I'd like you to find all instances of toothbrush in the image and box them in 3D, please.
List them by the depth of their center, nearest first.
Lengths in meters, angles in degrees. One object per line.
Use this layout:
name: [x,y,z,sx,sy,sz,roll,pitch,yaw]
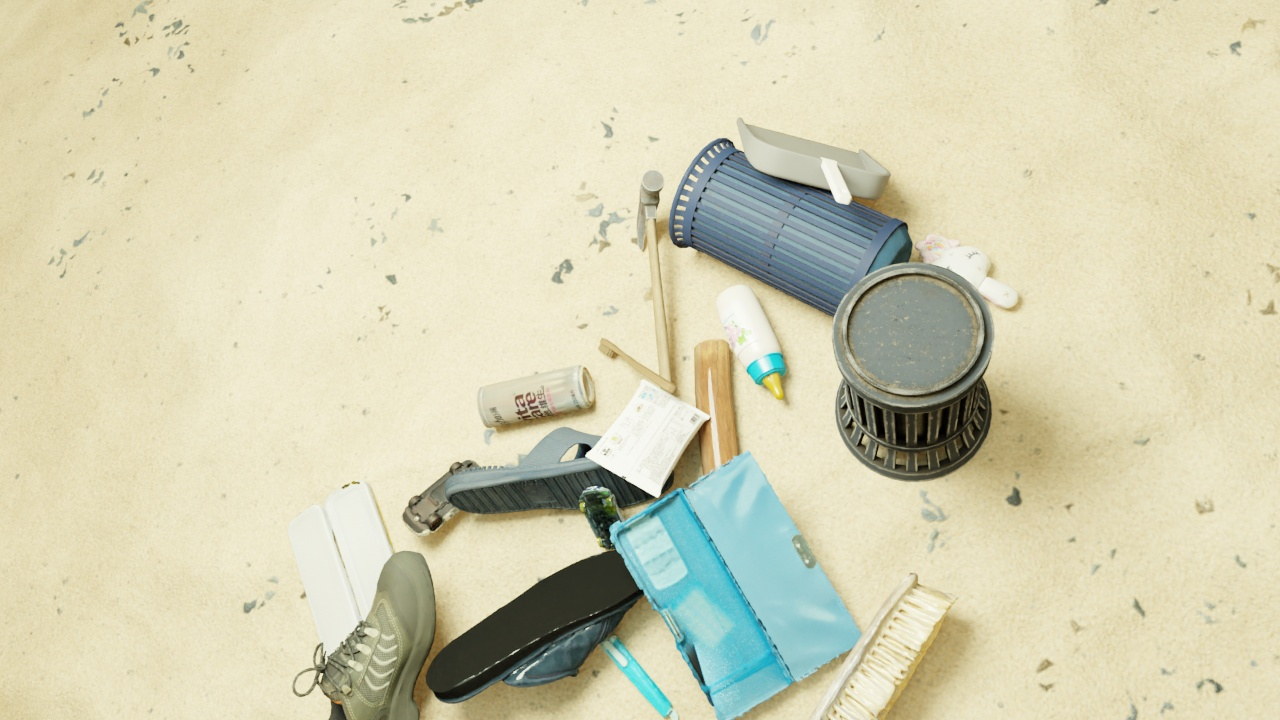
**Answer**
toothbrush: [-0.006,0.006,1.075,0.167,0.016,0.016,33,97,52]

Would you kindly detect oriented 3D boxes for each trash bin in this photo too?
trash bin: [0.268,0.013,0.909,0.164,0.227,0.164,-6,68,14]
trash bin: [0.173,-0.143,1.050,0.250,0.139,0.139,30,80,23]

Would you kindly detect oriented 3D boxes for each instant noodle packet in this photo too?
instant noodle packet: [0.011,0.081,0.993,0.087,0.026,0.133,29,47,10]

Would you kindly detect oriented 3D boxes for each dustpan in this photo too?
dustpan: [0.197,-0.216,1.011,0.163,0.033,0.257,13,32,-7]

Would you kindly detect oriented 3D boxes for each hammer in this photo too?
hammer: [0.097,0.114,1.028,0.158,0.037,0.300,-10,68,13]
hammer: [0.026,-0.051,1.088,0.030,0.119,0.331,-6,77,-6]

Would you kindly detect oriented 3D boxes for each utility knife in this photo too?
utility knife: [-0.001,0.342,0.983,0.022,0.015,0.116,-49,66,9]

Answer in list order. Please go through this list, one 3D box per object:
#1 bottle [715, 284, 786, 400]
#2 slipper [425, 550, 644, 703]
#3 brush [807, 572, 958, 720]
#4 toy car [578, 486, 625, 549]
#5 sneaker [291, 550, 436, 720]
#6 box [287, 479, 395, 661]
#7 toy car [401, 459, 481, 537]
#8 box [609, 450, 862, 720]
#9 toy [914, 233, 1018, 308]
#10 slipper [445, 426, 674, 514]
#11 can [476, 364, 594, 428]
bottle: [0.133,-0.018,1.060,0.051,0.051,0.146,-25,65,6]
slipper: [-0.096,0.303,0.998,0.265,0.083,0.109,-30,22,-9]
brush: [0.211,0.328,0.885,0.057,0.083,0.271,32,81,25]
toy car: [-0.039,0.174,1.026,0.039,0.090,0.027,-12,30,18]
sneaker: [-0.309,0.321,0.989,0.101,0.142,0.238,3,84,57]
box: [-0.355,0.259,1.119,0.129,0.034,0.209,-32,65,7]
toy car: [-0.233,0.166,1.102,0.112,0.041,0.048,-39,62,-23]
box: [0.098,0.231,0.940,0.174,0.033,0.231,-30,87,3]
toy: [0.359,-0.097,1.029,0.076,0.037,0.125,-31,68,-1]
slipper: [-0.094,0.118,1.049,0.264,0.101,0.082,-7,56,9]
can: [-0.127,0.044,1.113,0.136,0.054,0.054,-13,67,11]
